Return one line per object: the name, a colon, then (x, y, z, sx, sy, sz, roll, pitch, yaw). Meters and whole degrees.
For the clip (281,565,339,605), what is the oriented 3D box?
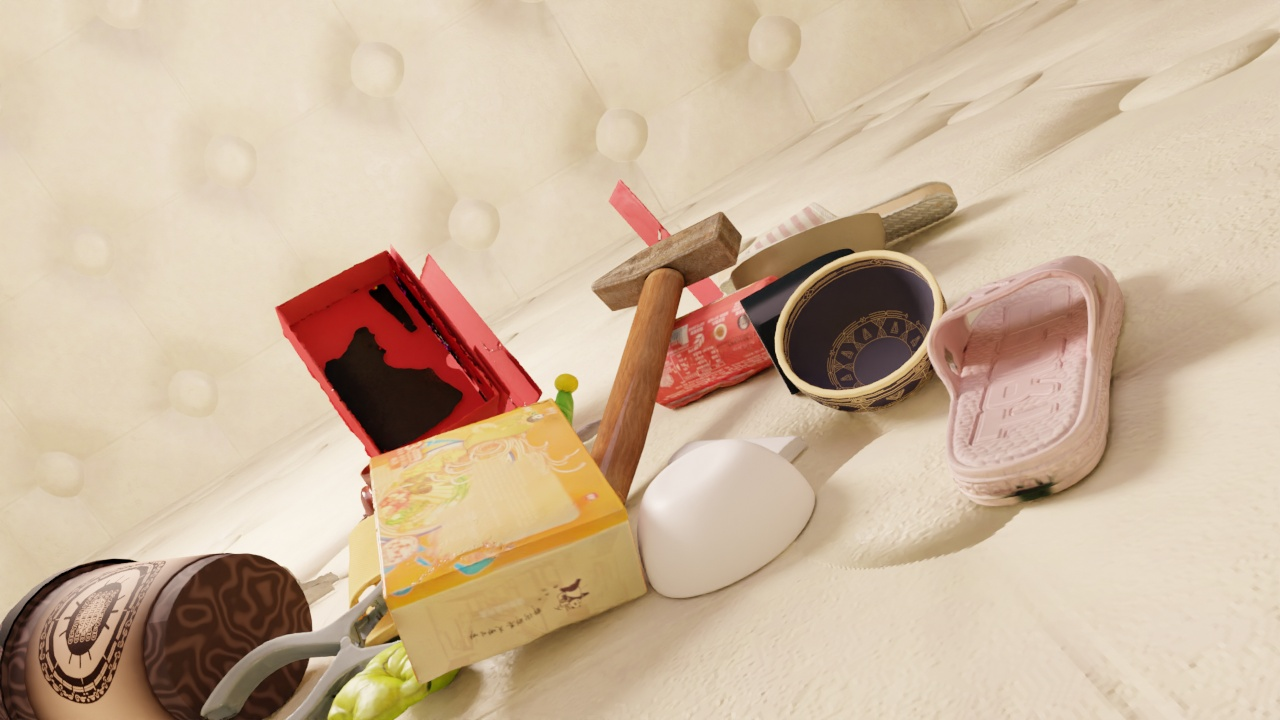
clip: (-0.364, 0.240, 0.933, 0.102, 0.056, 0.056, -32, 44, -5)

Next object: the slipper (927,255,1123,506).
slipper: (0.209, -0.011, 0.510, 0.094, 0.064, 0.238, -23, 16, 35)

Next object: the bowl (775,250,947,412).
bowl: (0.154, -0.011, 0.616, 0.113, 0.061, 0.112, -20, 49, 25)

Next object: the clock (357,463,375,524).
clock: (-0.256, 0.133, 1.030, 0.121, 0.072, 0.157, -17, 18, 49)

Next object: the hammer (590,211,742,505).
hammer: (-0.005, 0.005, 0.790, 0.158, 0.037, 0.299, -22, 36, 35)

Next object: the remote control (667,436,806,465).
remote control: (0.065, 0.068, 0.661, 0.033, 0.012, 0.131, -38, 14, -29)

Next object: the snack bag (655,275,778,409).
snack bag: (0.070, -0.013, 0.835, 0.177, 0.082, 0.082, -24, 14, 34)

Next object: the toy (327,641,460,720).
toy: (-0.151, 0.199, 0.572, 0.093, 0.036, 0.094, -18, 2, -44)

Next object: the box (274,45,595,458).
box: (-0.205, -0.059, 0.832, 0.197, 0.217, 0.352, -31, -17, -27)

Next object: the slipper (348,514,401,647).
slipper: (-0.196, 0.155, 0.792, 0.099, 0.078, 0.263, -27, 15, 2)

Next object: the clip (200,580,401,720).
clip: (-0.236, 0.208, 0.657, 0.163, 0.028, 0.112, -29, 50, -8)

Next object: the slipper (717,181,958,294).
slipper: (0.200, -0.134, 0.971, 0.264, 0.052, 0.115, -21, -16, 28)

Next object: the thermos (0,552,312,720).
thermos: (-0.396, 0.239, 0.754, 0.227, 0.173, 0.172, -17, 18, 29)

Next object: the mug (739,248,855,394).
mug: (0.143, -0.021, 0.698, 0.094, 0.085, 0.121, -30, 40, 7)

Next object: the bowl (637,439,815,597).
bowl: (0.043, 0.086, 0.553, 0.115, 0.050, 0.114, -30, 12, 7)

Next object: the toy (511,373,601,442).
toy: (-0.106, 0.070, 0.888, 0.131, 0.097, 0.124, -15, -5, -25)

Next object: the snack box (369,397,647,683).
snack box: (-0.096, 0.113, 0.609, 0.145, 0.081, 0.195, -19, 23, -12)

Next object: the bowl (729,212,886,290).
bowl: (0.165, -0.085, 0.873, 0.152, 0.050, 0.152, -20, -8, -3)
